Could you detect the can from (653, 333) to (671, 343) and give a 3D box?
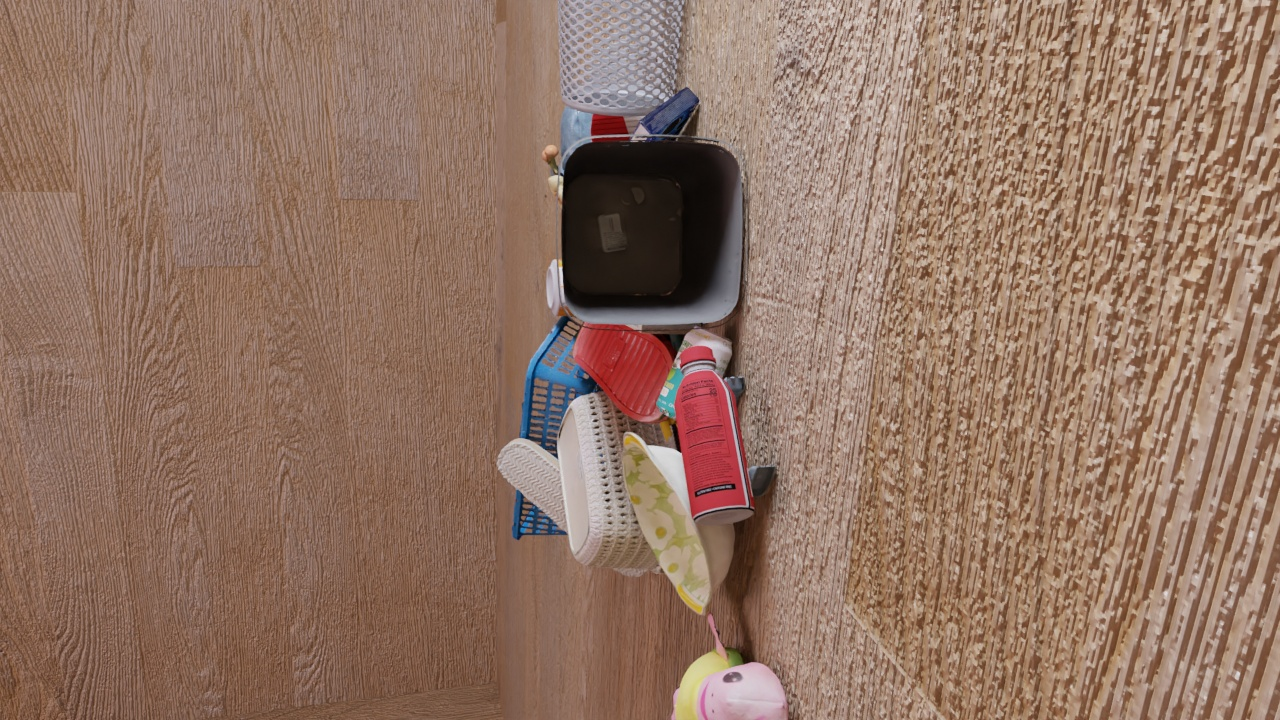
[{"bbox_3d":[0.004,-0.026,1.245,0.138,0.054,0.054,-142,52,-71],"label":"can"}]

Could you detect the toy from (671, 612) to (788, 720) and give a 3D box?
[{"bbox_3d":[0.080,0.366,0.960,0.239,0.087,0.189,120,165,-55],"label":"toy"}]

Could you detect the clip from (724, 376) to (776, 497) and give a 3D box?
[{"bbox_3d":[0.095,0.079,0.984,0.173,0.030,0.164,129,138,-65],"label":"clip"}]

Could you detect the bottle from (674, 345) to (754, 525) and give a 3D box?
[{"bbox_3d":[0.069,0.071,0.911,0.062,0.062,0.176,119,146,-62],"label":"bottle"}]

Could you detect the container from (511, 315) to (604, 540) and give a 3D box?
[{"bbox_3d":[-0.099,0.089,1.418,0.256,0.089,0.363,-62,-14,-50],"label":"container"}]

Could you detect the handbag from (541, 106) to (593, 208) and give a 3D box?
[{"bbox_3d":[-0.098,-0.318,1.461,0.121,0.118,0.192,-124,30,-63],"label":"handbag"}]

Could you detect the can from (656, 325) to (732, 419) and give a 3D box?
[{"bbox_3d":[0.060,0.017,0.995,0.101,0.055,0.055,-67,18,2],"label":"can"}]

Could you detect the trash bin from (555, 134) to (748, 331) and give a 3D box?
[{"bbox_3d":[-0.003,-0.142,1.031,0.220,0.197,0.197,-138,48,-78],"label":"trash bin"}]

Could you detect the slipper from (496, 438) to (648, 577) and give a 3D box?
[{"bbox_3d":[-0.086,0.205,1.312,0.115,0.272,0.053,-45,7,40],"label":"slipper"}]

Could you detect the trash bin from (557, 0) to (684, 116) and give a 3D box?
[{"bbox_3d":[-0.025,-0.404,1.121,0.156,0.156,0.184,-118,27,-58],"label":"trash bin"}]

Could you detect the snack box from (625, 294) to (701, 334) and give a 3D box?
[{"bbox_3d":[0.006,-0.060,1.139,0.150,0.081,0.026,-151,65,-62],"label":"snack box"}]

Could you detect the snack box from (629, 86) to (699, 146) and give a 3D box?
[{"bbox_3d":[0.015,-0.270,1.124,0.027,0.082,0.150,47,161,1],"label":"snack box"}]

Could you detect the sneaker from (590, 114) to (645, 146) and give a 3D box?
[{"bbox_3d":[-0.019,-0.247,1.265,0.104,0.090,0.236,104,155,-61],"label":"sneaker"}]

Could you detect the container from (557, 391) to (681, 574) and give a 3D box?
[{"bbox_3d":[-0.021,0.153,1.195,0.185,0.143,0.251,120,145,-54],"label":"container"}]

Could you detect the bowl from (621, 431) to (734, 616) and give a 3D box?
[{"bbox_3d":[0.049,0.168,1.002,0.188,0.060,0.219,12,122,68],"label":"bowl"}]

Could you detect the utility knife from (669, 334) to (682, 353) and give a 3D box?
[{"bbox_3d":[0.050,-0.009,1.163,0.022,0.015,0.147,141,124,-59],"label":"utility knife"}]

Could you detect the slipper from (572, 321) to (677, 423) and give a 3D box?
[{"bbox_3d":[-0.007,0.007,1.137,0.103,0.059,0.249,-61,34,7],"label":"slipper"}]

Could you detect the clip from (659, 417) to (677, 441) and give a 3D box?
[{"bbox_3d":[0.041,0.069,1.078,0.054,0.048,0.046,-107,-5,-48],"label":"clip"}]

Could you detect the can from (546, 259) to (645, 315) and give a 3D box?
[{"bbox_3d":[-0.057,-0.103,1.293,0.079,0.142,0.079,177,91,-75],"label":"can"}]
